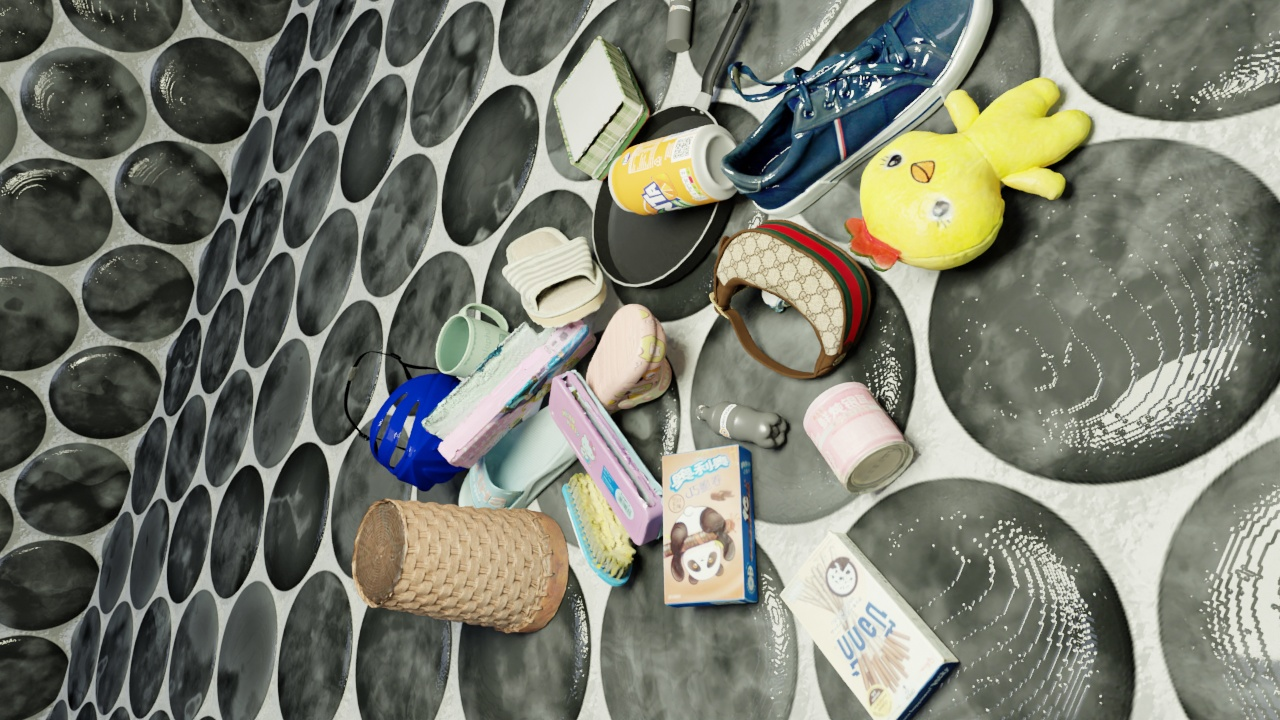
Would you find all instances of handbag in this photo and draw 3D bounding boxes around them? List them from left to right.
[{"bbox_3d":[0.134,-0.057,0.884,0.166,0.063,0.139,36,126,27],"label":"handbag"}]

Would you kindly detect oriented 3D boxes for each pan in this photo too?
[{"bbox_3d":[0.053,-0.252,1.083,0.225,0.034,0.357,36,104,48],"label":"pan"}]

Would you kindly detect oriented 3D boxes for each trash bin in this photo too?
[{"bbox_3d":[-0.211,0.240,1.075,0.152,0.209,0.151,-19,64,44],"label":"trash bin"}]

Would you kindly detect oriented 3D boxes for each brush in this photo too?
[{"bbox_3d":[-0.046,0.195,1.027,0.076,0.055,0.135,112,145,-41],"label":"brush"}]

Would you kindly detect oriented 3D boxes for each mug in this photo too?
[{"bbox_3d":[-0.213,-0.025,1.250,0.084,0.104,0.111,-29,57,39],"label":"mug"}]

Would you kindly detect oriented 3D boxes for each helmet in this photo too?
[{"bbox_3d":[-0.318,0.073,1.231,0.228,0.241,0.148,25,101,5],"label":"helmet"}]

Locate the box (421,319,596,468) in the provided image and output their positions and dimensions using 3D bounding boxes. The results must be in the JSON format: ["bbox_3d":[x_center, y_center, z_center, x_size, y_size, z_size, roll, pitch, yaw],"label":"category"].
[{"bbox_3d":[-0.162,0.025,1.118,0.077,0.084,0.230,44,86,13],"label":"box"}]

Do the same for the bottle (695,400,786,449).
[{"bbox_3d":[0.097,0.062,0.922,0.110,0.036,0.036,12,86,50],"label":"bottle"}]

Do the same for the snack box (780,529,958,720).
[{"bbox_3d":[0.187,0.224,0.772,0.082,0.026,0.150,-57,43,18],"label":"snack box"}]

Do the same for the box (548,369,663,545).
[{"bbox_3d":[-0.036,0.103,1.013,0.214,0.036,0.076,53,148,31],"label":"box"}]

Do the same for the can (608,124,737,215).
[{"bbox_3d":[0.037,-0.204,1.000,0.143,0.079,0.079,-2,76,47],"label":"can"}]

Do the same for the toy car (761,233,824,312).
[{"bbox_3d":[0.153,-0.089,0.919,0.090,0.027,0.038,-48,48,27],"label":"toy car"}]

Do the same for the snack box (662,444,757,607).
[{"bbox_3d":[0.067,0.164,0.907,0.087,0.034,0.151,-12,67,28],"label":"snack box"}]

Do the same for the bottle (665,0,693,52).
[{"bbox_3d":[0.051,-0.446,1.156,0.030,0.030,0.113,-10,70,46],"label":"bottle"}]

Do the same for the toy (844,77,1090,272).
[{"bbox_3d":[0.269,-0.151,0.769,0.208,0.092,0.133,-41,55,19],"label":"toy"}]

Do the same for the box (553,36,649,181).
[{"bbox_3d":[-0.053,-0.331,1.195,0.118,0.050,0.205,-47,36,23],"label":"box"}]

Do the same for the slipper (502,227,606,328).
[{"bbox_3d":[-0.116,-0.118,1.158,0.114,0.054,0.272,-21,30,-7],"label":"slipper"}]

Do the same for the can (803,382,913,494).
[{"bbox_3d":[0.187,0.066,0.796,0.067,0.067,0.076,-51,46,24],"label":"can"}]

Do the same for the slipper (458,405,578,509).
[{"bbox_3d":[-0.162,0.126,1.164,0.246,0.074,0.104,-39,50,32],"label":"slipper"}]

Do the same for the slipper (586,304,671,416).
[{"bbox_3d":[-0.006,0.006,1.034,0.198,0.081,0.093,130,142,-60],"label":"slipper"}]

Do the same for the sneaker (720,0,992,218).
[{"bbox_3d":[0.186,-0.263,0.871,0.295,0.127,0.120,-40,51,30],"label":"sneaker"}]
